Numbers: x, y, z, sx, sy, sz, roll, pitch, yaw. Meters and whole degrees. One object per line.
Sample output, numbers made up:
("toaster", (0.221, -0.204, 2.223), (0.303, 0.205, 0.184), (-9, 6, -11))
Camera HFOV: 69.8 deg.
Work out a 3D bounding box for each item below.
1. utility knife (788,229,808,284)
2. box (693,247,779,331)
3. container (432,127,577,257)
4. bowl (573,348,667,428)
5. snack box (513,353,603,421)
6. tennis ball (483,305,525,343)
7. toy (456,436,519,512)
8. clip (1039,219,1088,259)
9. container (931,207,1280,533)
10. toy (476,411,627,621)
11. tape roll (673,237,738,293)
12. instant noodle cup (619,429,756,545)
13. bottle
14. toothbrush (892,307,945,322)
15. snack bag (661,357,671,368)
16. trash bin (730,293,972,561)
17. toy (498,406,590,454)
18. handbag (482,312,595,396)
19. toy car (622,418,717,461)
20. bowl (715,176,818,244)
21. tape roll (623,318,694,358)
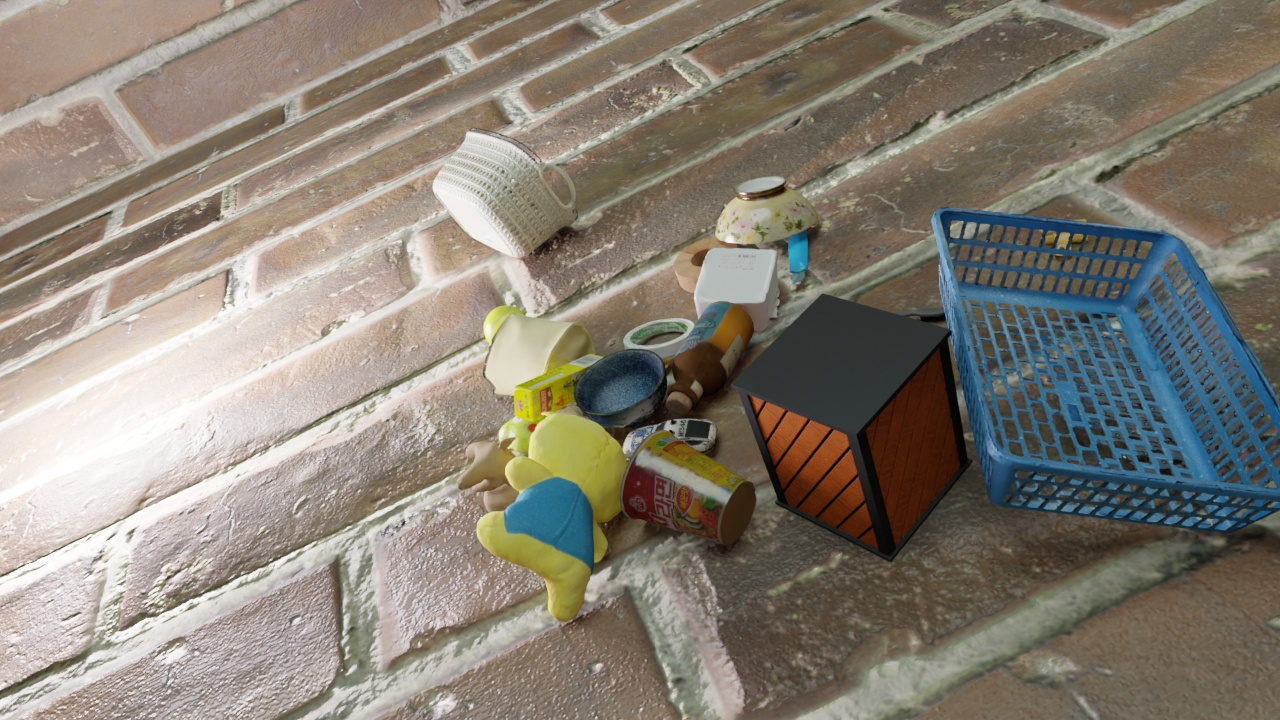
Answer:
("utility knife", (0.213, -0.152, 1.250), (0.031, 0.015, 0.174), (-14, 32, 18))
("box", (0.131, -0.079, 1.196), (0.102, 0.095, 0.107), (5, 49, 17))
("container", (-0.229, -0.275, 1.522), (0.143, 0.185, 0.252), (-48, 40, -11))
("bowl", (-0.017, 0.045, 1.103), (0.114, 0.061, 0.114), (-15, 36, 11))
("snack box", (-0.095, 0.031, 1.128), (0.029, 0.040, 0.147), (13, 23, 34))
("tennis ball", (-0.190, -0.046, 1.304), (0.065, 0.065, 0.065), (-15, 38, 12))
("toy", (-0.145, 0.136, 1.032), (0.106, 0.108, 0.133), (-30, 32, 28))
("clip", (0.498, -0.141, 1.080), (0.054, 0.046, 0.047), (0, 8, 28))
("container", (0.407, 0.002, 0.843), (0.257, 0.089, 0.361), (7, 42, 2))
("toy", (-0.073, 0.142, 0.954), (0.084, 0.149, 0.213), (-34, 17, 39))
("tape roll", (0.095, -0.134, 1.286), (0.094, 0.027, 0.093), (-15, 38, 12))
("instant noodle cup", (0.052, 0.135, 0.933), (0.112, 0.100, 0.100), (21, 55, 34))
("bottle", (0.077, 0.002, 1.097), (0.068, 0.068, 0.156), (6, 46, 34))
("toothbrush", (0.279, -0.051, 1.097), (0.168, 0.013, 0.012), (-1, 42, 30))
("snack bag", (-0.007, 0.007, 1.177), (0.099, 0.020, 0.026), (-3, 36, 26))
("trash bin", (0.204, 0.060, 0.868), (0.139, 0.172, 0.140), (-43, 41, -23))
("toy", (-0.110, 0.082, 1.121), (0.118, 0.043, 0.092), (8, 37, 31))
("handbag", (-0.138, -0.001, 1.215), (0.119, 0.081, 0.111), (9, 55, 34))
("toy car", (0.031, 0.089, 1.039), (0.113, 0.040, 0.048), (-9, 38, 20))
("bowl", (0.172, -0.218, 1.288), (0.145, 0.063, 0.145), (-11, 24, 5))
("tape roll", (0.025, -0.028, 1.183), (0.094, 0.018, 0.093), (-12, 23, 5))
